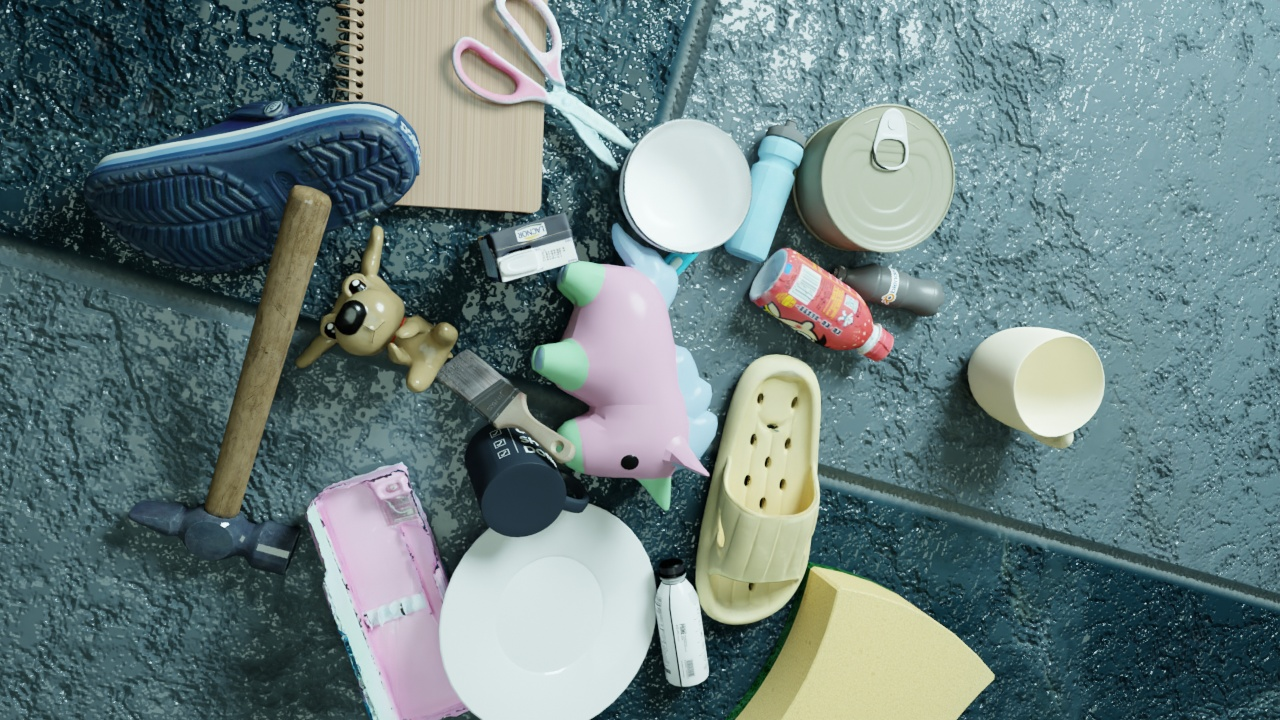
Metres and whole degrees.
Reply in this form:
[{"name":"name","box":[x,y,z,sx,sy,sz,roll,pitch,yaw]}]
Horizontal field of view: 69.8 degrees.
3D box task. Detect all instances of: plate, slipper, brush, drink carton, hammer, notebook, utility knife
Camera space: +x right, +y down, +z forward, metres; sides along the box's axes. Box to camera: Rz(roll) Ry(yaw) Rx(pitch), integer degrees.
[{"name":"plate","box":[-0.080,0.229,0.823,0.208,0.015,0.208,-1,91,-28]},{"name":"slipper","box":[0.123,0.126,0.845,0.111,0.079,0.261,6,95,-17]},{"name":"slipper","box":[-0.290,-0.143,0.710,0.253,0.095,0.105,-11,138,6]},{"name":"brush","box":[-0.112,0.040,0.767,0.151,0.012,0.039,36,79,25]},{"name":"drink carton","box":[-0.093,-0.090,0.739,0.064,0.130,0.040,-18,100,-12]},{"name":"hammer","box":[-0.297,0.017,0.710,0.129,0.040,0.322,19,108,-13]},{"name":"notebook","box":[-0.165,-0.234,0.762,0.169,0.022,0.210,1,96,-14]},{"name":"brush","box":[0.196,0.342,0.887,0.195,0.075,0.250,31,89,-15]},{"name":"utility knife","box":[0.052,-0.107,0.833,0.124,0.015,0.022,-45,106,-8]}]

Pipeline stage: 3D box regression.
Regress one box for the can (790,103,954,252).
[{"name":"can","box":[0.208,-0.162,0.832,0.127,0.073,0.128,-2,97,-13]}]

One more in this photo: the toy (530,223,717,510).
[{"name":"toy","box":[-0.005,0.004,0.788,0.171,0.120,0.222,18,87,-10]}]

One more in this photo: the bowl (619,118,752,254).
[{"name":"bowl","box":[0.034,-0.148,0.797,0.113,0.063,0.113,-1,95,-12]}]

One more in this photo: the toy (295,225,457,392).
[{"name":"toy","box":[-0.205,-0.026,0.743,0.108,0.106,0.134,31,93,-4]}]

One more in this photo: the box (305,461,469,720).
[{"name":"box","box":[-0.199,0.212,0.762,0.086,0.105,0.230,-19,101,-10]}]

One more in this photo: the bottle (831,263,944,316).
[{"name":"bottle","box":[0.233,-0.069,0.868,0.110,0.036,0.036,13,93,-15]}]

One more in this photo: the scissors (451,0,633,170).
[{"name":"scissors","box":[-0.063,-0.237,0.770,0.179,0.016,0.105,30,88,-16]}]

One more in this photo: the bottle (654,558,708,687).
[{"name":"bottle","box":[0.036,0.242,0.856,0.041,0.041,0.116,-10,99,-12]}]

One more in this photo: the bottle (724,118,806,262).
[{"name":"bottle","box":[0.115,-0.155,0.828,0.040,0.040,0.130,19,92,-15]}]

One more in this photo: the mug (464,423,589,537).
[{"name":"mug","box":[-0.093,0.103,0.784,0.105,0.077,0.071,20,106,-28]}]

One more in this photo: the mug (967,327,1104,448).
[{"name":"mug","box":[0.373,0.027,0.880,0.096,0.100,0.120,-24,103,-8]}]

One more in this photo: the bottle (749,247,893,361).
[{"name":"bottle","box":[0.171,-0.045,0.843,0.137,0.062,0.062,32,88,-14]}]
